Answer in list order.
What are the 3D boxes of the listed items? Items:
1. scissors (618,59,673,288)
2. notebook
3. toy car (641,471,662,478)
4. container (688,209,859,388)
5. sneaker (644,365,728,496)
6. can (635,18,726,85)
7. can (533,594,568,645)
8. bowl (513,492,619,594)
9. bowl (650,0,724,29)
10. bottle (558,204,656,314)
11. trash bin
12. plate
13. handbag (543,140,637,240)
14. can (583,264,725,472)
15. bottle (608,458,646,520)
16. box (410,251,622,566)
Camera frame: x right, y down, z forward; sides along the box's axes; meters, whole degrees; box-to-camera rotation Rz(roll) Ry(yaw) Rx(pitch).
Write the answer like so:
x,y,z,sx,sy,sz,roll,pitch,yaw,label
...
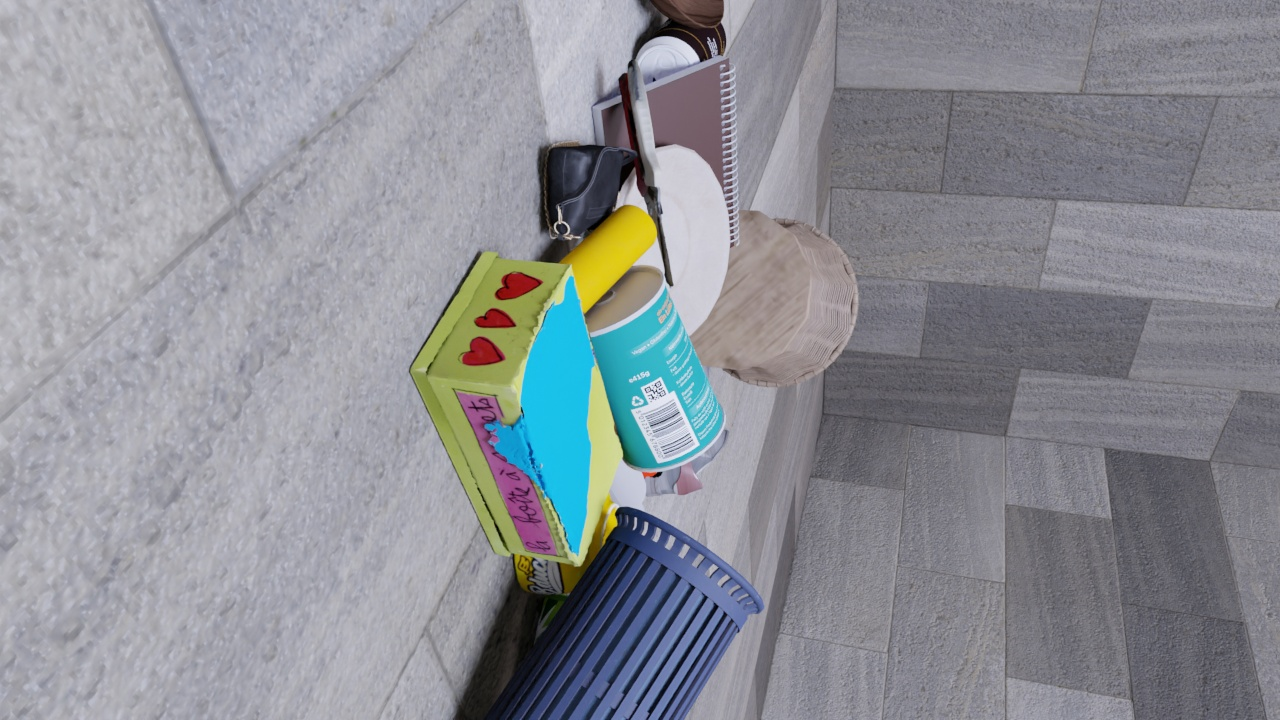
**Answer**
x,y,z,sx,sy,sz,roll,pitch,yaw,label
0.005,-0.161,0.804,0.140,0.015,0.189,-131,-144,-56,scissors
0.034,-0.179,0.920,0.171,0.022,0.209,-31,133,-29,notebook
0.006,0.082,1.012,0.048,0.051,0.100,-18,121,-53,toy car
0.140,-0.079,1.143,0.196,0.227,0.227,3,93,-67,container
0.074,0.081,1.182,0.099,0.089,0.235,79,23,-45,sneaker
0.043,-0.317,0.954,0.128,0.072,0.072,-63,154,-50,can
-0.059,0.286,0.817,0.083,0.083,0.144,48,50,-69,can
-0.057,0.149,0.802,0.117,0.068,0.117,7,89,-74,bowl
0.032,-0.376,0.909,0.119,0.032,0.119,24,55,-39,bowl
-0.042,-0.071,0.736,0.143,0.043,0.043,-48,145,-35,bottle
-0.030,0.253,0.697,0.249,0.139,0.139,-54,153,-19,trash bin
0.024,-0.112,0.891,0.188,0.027,0.189,-13,107,-49,plate
-0.044,-0.140,0.761,0.128,0.054,0.079,-42,140,-70,handbag
0.000,0.007,0.772,0.144,0.099,0.099,64,31,-28,can
-0.025,0.120,0.926,0.195,0.052,0.052,68,33,-59,bottle
-0.081,0.041,0.671,0.221,0.079,0.124,75,27,-47,box
